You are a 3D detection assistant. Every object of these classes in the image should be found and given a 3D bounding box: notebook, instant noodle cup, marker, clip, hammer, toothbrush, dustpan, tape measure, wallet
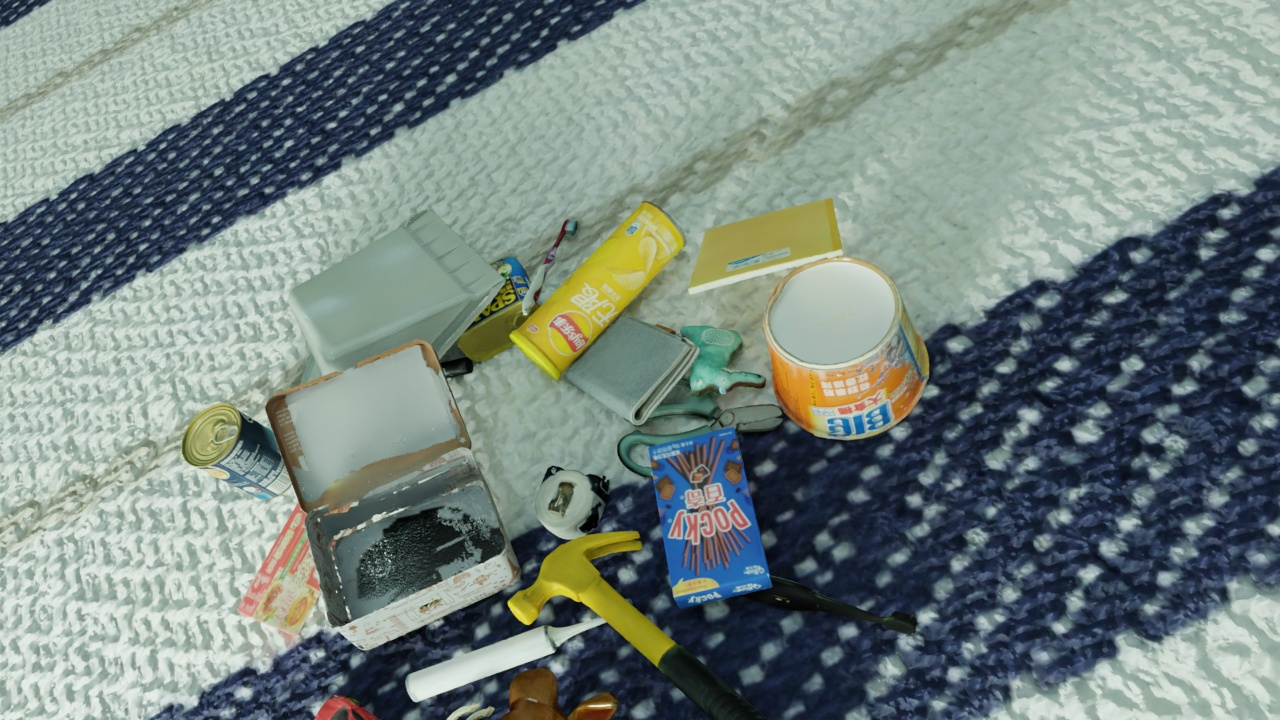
[{"bbox_3d":[0.126,-0.120,0.922,0.146,0.010,0.205,-13,20,14],"label":"notebook"},{"bbox_3d":[0.184,-0.017,0.847,0.151,0.111,0.151,-10,57,16],"label":"instant noodle cup"},{"bbox_3d":[-0.255,0.017,1.064,0.132,0.020,0.022,-12,35,17],"label":"marker"},{"bbox_3d":[-0.168,0.341,0.825,0.101,0.035,0.096,-8,62,27],"label":"clip"},{"bbox_3d":[0.026,0.254,0.785,0.301,0.033,0.128,34,64,30],"label":"hammer"},{"bbox_3d":[-0.109,0.265,0.846,0.221,0.027,0.026,-21,63,3],"label":"toothbrush"},{"bbox_3d":[-0.300,-0.029,1.078,0.257,0.143,0.223,-29,43,-19],"label":"dustpan"},{"bbox_3d":[-0.069,0.141,0.904,0.066,0.033,0.065,6,63,27],"label":"tape measure"},{"bbox_3d":[-0.101,-0.109,1.044,0.017,0.016,0.187,4,40,12],"label":"toothbrush"},{"bbox_3d":[-0.006,0.006,0.947,0.106,0.037,0.130,-47,36,-11],"label":"wallet"},{"bbox_3d":[0.130,0.202,0.792,0.213,0.026,0.027,9,22,25],"label":"toothbrush"}]

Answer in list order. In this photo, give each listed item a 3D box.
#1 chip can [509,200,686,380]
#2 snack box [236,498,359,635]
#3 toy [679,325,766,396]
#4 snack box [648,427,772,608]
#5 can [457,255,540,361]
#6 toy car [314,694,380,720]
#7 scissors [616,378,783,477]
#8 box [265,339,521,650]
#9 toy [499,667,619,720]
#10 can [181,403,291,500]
[{"bbox_3d":[-0.044,-0.076,1.002,0.213,0.072,0.072,-46,55,-9],"label":"chip can"},{"bbox_3d":[-0.349,0.203,0.955,0.025,0.075,0.152,13,66,27],"label":"snack box"},{"bbox_3d":[0.080,0.003,0.923,0.096,0.030,0.091,7,50,11],"label":"toy"},{"bbox_3d":[0.060,0.138,0.828,0.084,0.026,0.157,-15,51,6],"label":"snack box"},{"bbox_3d":[-0.168,-0.061,1.052,0.102,0.057,0.083,-29,52,4],"label":"can"},{"bbox_3d":[-0.268,0.353,0.861,0.106,0.031,0.049,19,68,32],"label":"toy car"},{"bbox_3d":[0.054,0.080,0.900,0.185,0.019,0.129,11,66,29],"label":"scissors"},{"bbox_3d":[-0.245,0.123,0.909,0.178,0.103,0.260,-23,59,-10],"label":"box"},{"bbox_3d":[-0.026,0.335,0.730,0.200,0.140,0.130,14,25,27],"label":"toy"},{"bbox_3d":[-0.445,0.105,1.033,0.075,0.111,0.075,-9,59,16],"label":"can"}]
